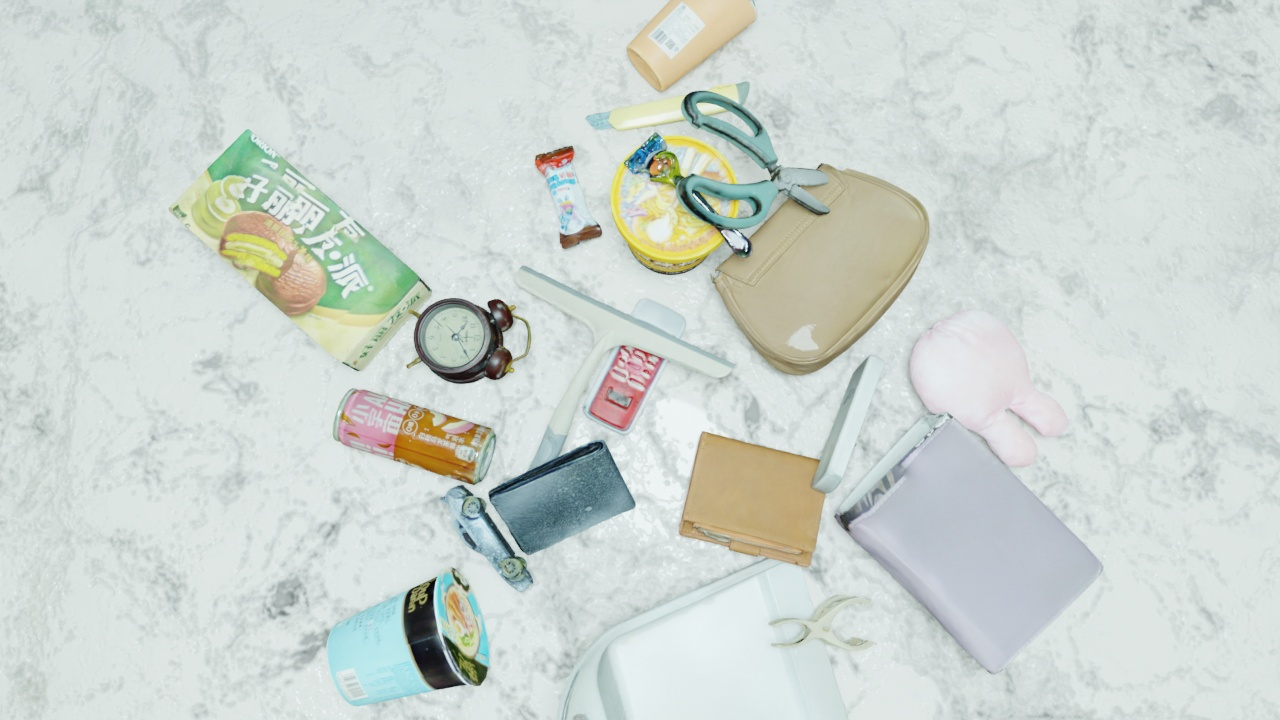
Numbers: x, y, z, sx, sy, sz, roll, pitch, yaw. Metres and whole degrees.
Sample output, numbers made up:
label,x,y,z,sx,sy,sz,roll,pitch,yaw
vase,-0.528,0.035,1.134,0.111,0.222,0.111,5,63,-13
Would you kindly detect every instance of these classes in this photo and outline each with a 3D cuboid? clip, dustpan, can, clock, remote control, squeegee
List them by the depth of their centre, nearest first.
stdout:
label,x,y,z,sx,sy,sz,roll,pitch,yaw
dustpan,0.059,0.316,0.811,0.258,0.143,0.222,-17,82,-1
clip,0.176,0.262,0.859,0.103,0.035,0.089,-26,90,-20
remote control,0.198,0.062,0.875,0.019,0.056,0.134,24,68,3
squeegee,-0.074,0.059,0.885,0.246,0.039,0.246,26,90,18
can,-0.217,0.073,0.888,0.147,0.058,0.058,16,82,3
clock,-0.167,-0.020,0.902,0.122,0.055,0.082,0,81,3
remote control,-0.005,0.005,0.916,0.056,0.020,0.136,27,83,5

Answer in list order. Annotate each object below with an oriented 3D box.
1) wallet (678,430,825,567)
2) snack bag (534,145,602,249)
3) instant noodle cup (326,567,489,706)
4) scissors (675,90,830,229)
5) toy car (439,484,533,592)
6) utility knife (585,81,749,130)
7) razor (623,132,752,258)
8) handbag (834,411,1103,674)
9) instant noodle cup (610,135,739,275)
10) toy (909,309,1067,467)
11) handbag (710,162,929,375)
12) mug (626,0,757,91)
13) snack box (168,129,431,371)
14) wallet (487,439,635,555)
label,x,y,z,sx,sy,sz,roll,pitch,yaw
wallet,0.111,0.134,0.887,0.132,0.031,0.107,13,71,2
snack bag,-0.075,-0.168,0.939,0.045,0.026,0.105,-18,84,-6
instant noodle cup,-0.216,0.261,0.844,0.120,0.111,0.111,-20,82,6
scissors,0.097,-0.188,0.838,0.174,0.019,0.176,-10,72,-27
toy car,-0.146,0.171,0.875,0.036,0.054,0.120,-38,84,-8
utility knife,0.029,-0.264,0.958,0.175,0.019,0.031,-9,77,-2
razor,0.048,-0.144,0.821,0.042,0.022,0.142,-44,85,-3
handbag,0.297,0.166,0.852,0.145,0.098,0.197,-44,85,-8
instant noodle cup,0.031,-0.141,0.890,0.118,0.114,0.118,0,82,-1
toy,0.337,0.027,0.893,0.121,0.054,0.159,-37,82,-15
handbag,0.176,-0.088,0.894,0.204,0.100,0.148,-45,76,-6
mug,0.049,-0.339,0.942,0.122,0.078,0.078,-43,84,-1
snack box,-0.335,-0.108,0.912,0.240,0.063,0.114,41,83,6
wallet,-0.072,0.132,0.868,0.121,0.097,0.019,-24,40,-2
